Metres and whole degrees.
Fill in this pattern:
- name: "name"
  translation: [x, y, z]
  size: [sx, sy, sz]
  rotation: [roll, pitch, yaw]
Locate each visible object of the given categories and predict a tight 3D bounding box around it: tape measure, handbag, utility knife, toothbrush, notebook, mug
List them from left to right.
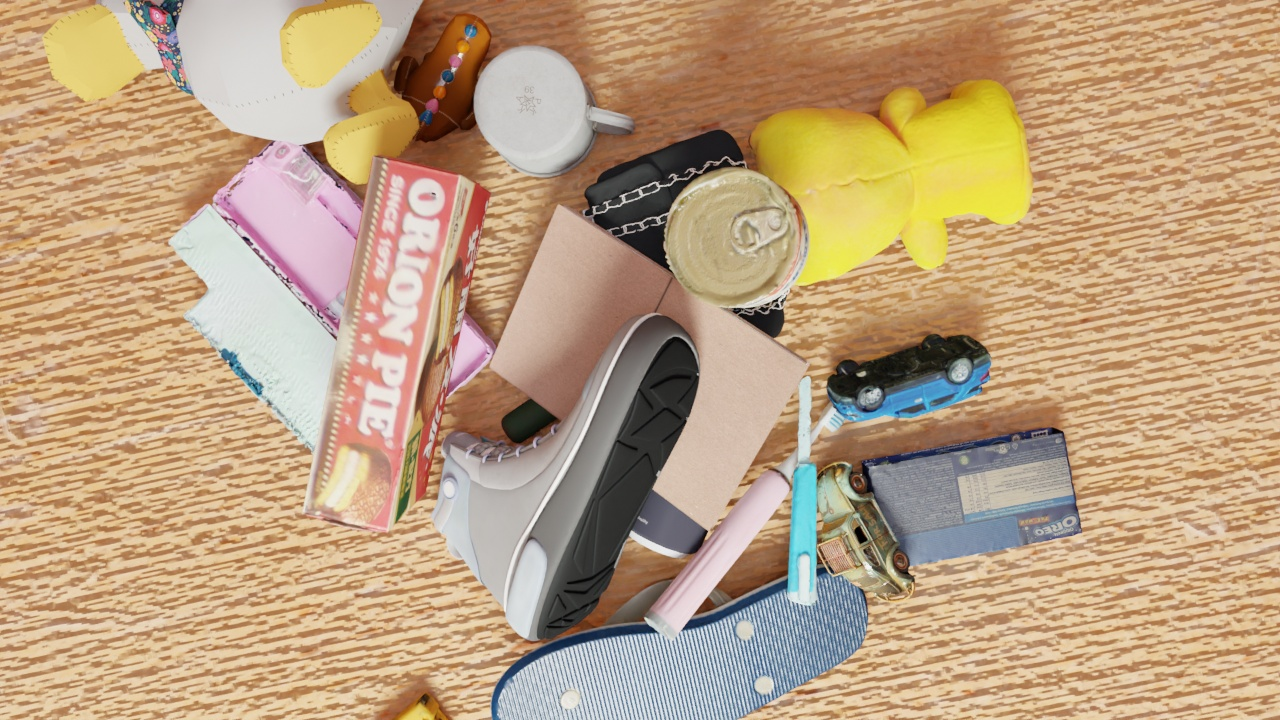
- name: "tape measure"
  translation: [-0.177, 0.306, 0.721]
  size: [0.068, 0.030, 0.059]
  rotation: [-40, 90, 4]
- name: "mug"
  translation: [-0.061, -0.180, 0.669]
  size: [0.113, 0.070, 0.084]
  rotation: [5, 94, 3]
- name: "notebook"
  translation: [-0.004, 0.004, 0.642]
  size: [0.209, 0.008, 0.142]
  rotation: [35, 115, 19]
- name: "handbag"
  translation: [0.029, -0.075, 0.650]
  size: [0.125, 0.114, 0.154]
  rotation: [-15, 96, 3]
- name: "toothbrush"
  translation: [0.083, 0.111, 0.675]
  size: [0.026, 0.027, 0.222]
  rotation: [46, 74, -11]
- name: "utility knife"
  translation: [0.122, 0.096, 0.672]
  size: [0.022, 0.015, 0.169]
  rotation: [2, 91, -8]

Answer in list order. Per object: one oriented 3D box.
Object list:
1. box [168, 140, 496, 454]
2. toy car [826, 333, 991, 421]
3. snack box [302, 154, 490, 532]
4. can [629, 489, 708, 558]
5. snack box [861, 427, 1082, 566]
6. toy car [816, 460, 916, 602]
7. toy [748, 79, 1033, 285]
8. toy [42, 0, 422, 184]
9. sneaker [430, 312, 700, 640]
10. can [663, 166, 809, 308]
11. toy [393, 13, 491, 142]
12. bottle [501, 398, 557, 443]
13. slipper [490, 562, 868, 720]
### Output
- name: "box"
  translation: [-0.243, -0.038, 0.699]
  size: [0.159, 0.035, 0.230]
  rotation: [-42, 92, 3]
- name: "toy car"
  translation: [0.199, 0.017, 0.680]
  size: [0.120, 0.056, 0.044]
  rotation: [-15, 116, -3]
- name: "snack box"
  translation: [-0.163, -0.012, 0.627]
  size: [0.060, 0.113, 0.236]
  rotation: [13, 94, -1]
- name: "can"
  translation: [0.036, 0.078, 0.684]
  size: [0.064, 0.064, 0.127]
  rotation: [23, 94, 0]
- name: "snack box"
  translation: [0.251, 0.105, 0.698]
  size: [0.150, 0.027, 0.082]
  rotation: [-10, 95, 3]
- name: "toy car"
  translation: [0.157, 0.132, 0.678]
  size: [0.047, 0.047, 0.112]
  rotation: [-19, 76, -34]
- name: "toy"
  translation: [0.183, -0.127, 0.657]
  size: [0.194, 0.087, 0.134]
  rotation: [-12, 97, 1]
- name: "toy"
  translation: [-0.260, -0.230, 0.637]
  size: [0.268, 0.141, 0.246]
  rotation: [34, 63, 31]
- name: "sneaker"
  translation: [-0.068, 0.058, 0.640]
  size: [0.160, 0.092, 0.257]
  rotation: [34, 116, 28]
- name: "can"
  translation: [0.062, -0.076, 0.578]
  size: [0.086, 0.043, 0.086]
  rotation: [2, 94, 22]
- name: "toy"
  translation: [-0.138, -0.200, 0.653]
  size: [0.070, 0.102, 0.090]
  rotation: [27, 117, -17]
- name: "bottle"
  translation: [-0.059, 0.026, 0.703]
  size: [0.106, 0.025, 0.025]
  rotation: [-34, 92, 3]
- name: "slipper"
  translation: [0.033, 0.228, 0.699]
  size: [0.294, 0.060, 0.118]
  rotation: [-17, 98, -10]
